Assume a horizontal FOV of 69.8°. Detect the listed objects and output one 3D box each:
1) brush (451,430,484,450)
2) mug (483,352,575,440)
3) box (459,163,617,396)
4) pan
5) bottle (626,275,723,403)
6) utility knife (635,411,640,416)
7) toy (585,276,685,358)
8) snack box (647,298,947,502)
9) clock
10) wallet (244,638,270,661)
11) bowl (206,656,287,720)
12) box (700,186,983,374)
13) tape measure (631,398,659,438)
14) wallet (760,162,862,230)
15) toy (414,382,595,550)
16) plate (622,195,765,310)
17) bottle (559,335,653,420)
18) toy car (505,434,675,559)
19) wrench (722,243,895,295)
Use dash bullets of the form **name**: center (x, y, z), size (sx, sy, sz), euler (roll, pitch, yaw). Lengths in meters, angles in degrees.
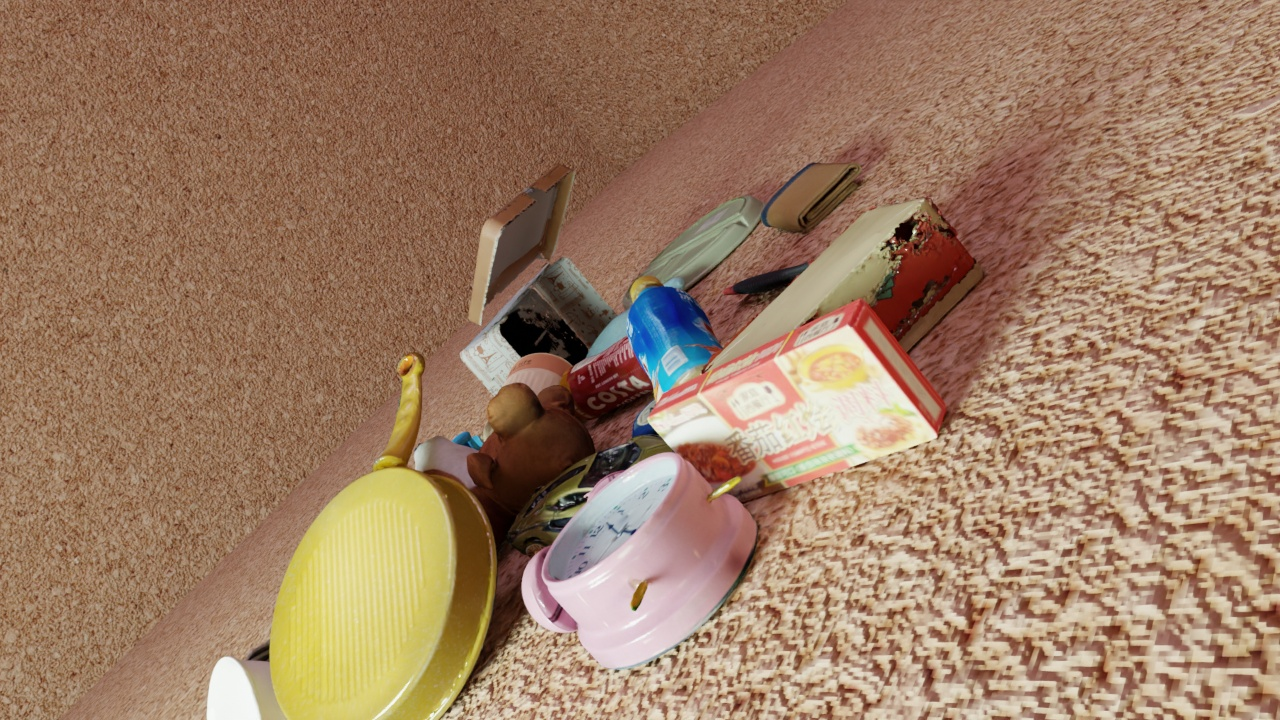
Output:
- **brush**: center (-0.176, 0.093, 0.962), size (0.083, 0.046, 0.255), euler (-36, -5, -8)
- **mug**: center (-0.113, 0.065, 0.934), size (0.105, 0.081, 0.115), euler (-75, 8, -61)
- **box**: center (-0.118, -0.070, 1.037), size (0.134, 0.271, 0.178), euler (2, 34, 26)
- **pan**: center (-0.192, 0.117, 0.709), size (0.198, 0.078, 0.356), euler (-32, 49, 21)
- **bottle**: center (0.026, -0.014, 0.709), size (0.065, 0.065, 0.218), euler (-40, 26, 8)
- **utility knife**: center (0.064, 0.015, 0.731), size (0.205, 0.021, 0.030), euler (-34, 9, 47)
- **toy**: center (-0.006, -0.034, 0.994), size (0.161, 0.050, 0.156), euler (-44, 7, -4)
- **snack box**: center (0.078, 0.029, 0.495), size (0.153, 0.075, 0.025), euler (-28, 18, 44)
- **clock**: center (-0.008, 0.108, 0.520), size (0.117, 0.060, 0.159), euler (-48, 13, -29)
- **wallet**: center (-0.311, 0.264, 0.800), size (0.107, 0.037, 0.129), euler (-61, -11, 16)
- **bowl**: center (-0.276, 0.278, 0.695), size (0.064, 0.118, 0.119), euler (0, -20, -42)
- **box**: center (0.118, -0.029, 0.570), size (0.168, 0.076, 0.091), euler (-44, 13, -8)
- **tape measure**: center (0.019, 0.048, 0.714), size (0.055, 0.025, 0.058), euler (-36, 18, 16)
- **wallet**: center (0.178, -0.173, 0.963), size (0.090, 0.033, 0.115), euler (-44, 14, 0)
- **toy**: center (-0.138, 0.103, 0.785), size (0.200, 0.130, 0.140), euler (-49, -17, 10)
- **plate**: center (0.063, -0.136, 1.181), size (0.230, 0.027, 0.230), euler (-38, 14, 11)
- **bottle**: center (-0.005, 0.005, 0.848), size (0.175, 0.057, 0.057), euler (-28, 19, 45)
- **toy car**: center (-0.036, 0.098, 0.681), size (0.158, 0.042, 0.070), euler (-31, 17, 29)
- **wrench**: center (0.139, -0.074, 0.758), size (0.056, 0.016, 0.274), euler (-13, 2, -19)
